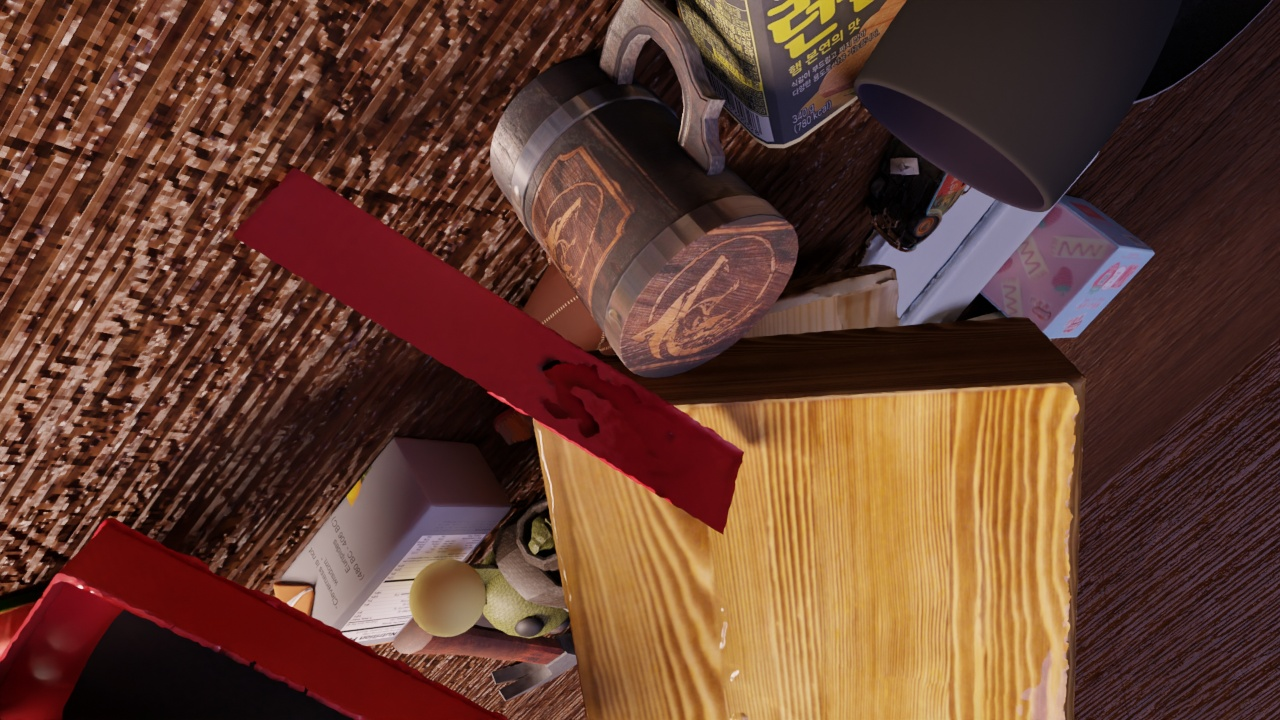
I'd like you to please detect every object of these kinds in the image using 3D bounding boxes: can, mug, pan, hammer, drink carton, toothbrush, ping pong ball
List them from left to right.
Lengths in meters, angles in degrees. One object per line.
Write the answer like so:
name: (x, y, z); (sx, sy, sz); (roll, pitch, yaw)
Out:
drink carton: (-0.138, 0.104, 0.510); (0.125, 0.048, 0.076); (-48, 149, 19)
ping pong ball: (-0.102, 0.126, 0.486); (0.040, 0.040, 0.040); (-27, 150, -18)
hammer: (-0.106, 0.225, 0.722); (0.111, 0.028, 0.301); (-35, 155, 2)
toothbrush: (-0.003, 0.003, 0.551); (0.184, 0.015, 0.015); (-27, 143, -22)
mug: (0.004, -0.072, 0.354); (0.079, 0.107, 0.116); (-11, 142, -39)
can: (0.075, -0.159, 0.346); (0.131, 0.072, 0.101); (-36, 154, -2)
mug: (0.139, -0.119, 0.336); (0.100, 0.085, 0.118); (-55, -177, 9)
pan: (0.280, -0.239, 0.484); (0.354, 0.044, 0.205); (-9, 140, -41)

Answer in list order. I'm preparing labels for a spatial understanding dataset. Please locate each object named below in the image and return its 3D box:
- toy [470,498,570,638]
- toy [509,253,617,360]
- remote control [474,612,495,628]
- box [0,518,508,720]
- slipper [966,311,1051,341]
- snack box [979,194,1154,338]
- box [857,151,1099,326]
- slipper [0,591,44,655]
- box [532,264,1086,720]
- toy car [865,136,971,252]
toy: (-0.045, 0.126, 0.616); (0.153, 0.078, 0.179); (-44, 153, 13)
toy: (-0.020, -0.030, 0.466); (0.090, 0.070, 0.103); (-27, 175, -44)
remote control: (-0.083, 0.185, 0.729); (0.124, 0.009, 0.046); (-28, 150, -17)
box: (-0.249, 0.311, 0.347); (0.466, 0.214, 0.138); (-60, -164, -13)
slipper: (0.296, 0.011, 0.796); (0.112, 0.079, 0.260); (-34, 163, 35)
snack box: (0.342, -0.077, 0.749); (0.092, 0.079, 0.095); (-4, 135, -45)
box: (0.229, -0.085, 0.662); (0.189, 0.037, 0.210); (-6, 139, -47)
slipper: (-0.320, 0.211, 0.456); (0.103, 0.059, 0.249); (6, 128, -51)
box: (0.074, 0.106, 0.533); (0.270, 0.263, 0.279); (-4, 109, 8)
toy car: (0.174, -0.117, 0.539); (0.047, 0.047, 0.112); (-20, 147, -25)
